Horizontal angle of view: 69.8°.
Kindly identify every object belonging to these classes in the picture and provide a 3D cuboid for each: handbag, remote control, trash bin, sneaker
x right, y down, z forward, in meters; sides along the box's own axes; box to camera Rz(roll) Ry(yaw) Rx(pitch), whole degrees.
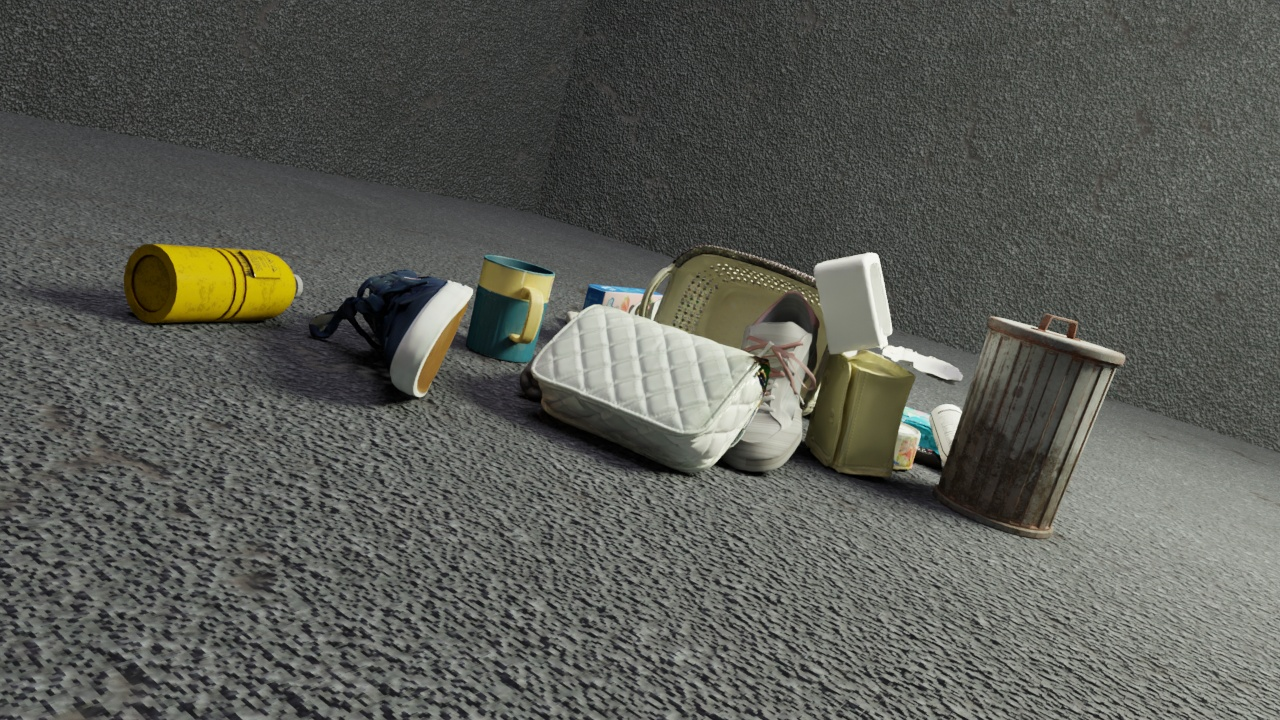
[{"bbox_3d":[0.007,0.022,0.851,0.195,0.073,0.138,21,49,26],"label":"handbag"},{"bbox_3d":[0.293,0.099,1.111,0.147,0.015,0.033,18,11,16],"label":"remote control"},{"bbox_3d":[0.391,0.057,0.931,0.131,0.211,0.130,15,11,-3],"label":"trash bin"},{"bbox_3d":[-0.085,-0.051,1.344,0.038,0.018,0.125,13,12,-13],"label":"remote control"},{"bbox_3d":[-0.235,-0.042,0.857,0.127,0.121,0.294,26,5,-17],"label":"sneaker"},{"bbox_3d":[0.227,0.054,0.978,0.081,0.119,0.111,6,15,-15],"label":"handbag"},{"bbox_3d":[0.129,0.009,0.919,0.099,0.090,0.235,4,37,18],"label":"sneaker"}]

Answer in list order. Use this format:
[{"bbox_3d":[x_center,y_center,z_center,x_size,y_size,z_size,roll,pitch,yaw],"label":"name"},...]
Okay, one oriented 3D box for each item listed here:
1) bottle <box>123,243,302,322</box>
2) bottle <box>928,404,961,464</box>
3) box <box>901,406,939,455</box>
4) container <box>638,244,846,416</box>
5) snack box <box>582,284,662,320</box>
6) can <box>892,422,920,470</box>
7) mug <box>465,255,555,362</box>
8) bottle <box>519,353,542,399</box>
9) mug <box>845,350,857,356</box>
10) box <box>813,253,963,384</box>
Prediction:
[{"bbox_3d":[-0.390,-0.072,0.870,0.071,0.071,0.163,20,12,23],"label":"bottle"},{"bbox_3d":[0.374,0.100,1.089,0.041,0.041,0.115,15,33,-4],"label":"bottle"},{"bbox_3d":[0.406,0.103,1.186,0.227,0.039,0.094,21,12,26],"label":"box"},{"bbox_3d":[0.136,-0.029,1.131,0.252,0.185,0.143,22,4,29],"label":"container"},{"bbox_3d":[-0.028,-0.056,1.257,0.033,0.088,0.154,21,12,30],"label":"snack box"},{"bbox_3d":[0.274,0.091,1.052,0.086,0.043,0.086,13,10,-3],"label":"can"},{"bbox_3d":[-0.144,-0.055,1.038,0.083,0.107,0.114,11,11,-32],"label":"mug"},{"bbox_3d":[-0.099,0.012,0.942,0.036,0.036,0.109,15,11,-1],"label":"bottle"},{"bbox_3d":[0.251,0.007,1.279,0.082,0.106,0.082,15,11,-3],"label":"mug"},{"bbox_3d":[0.246,-0.031,0.950,0.189,0.101,0.111,59,25,3],"label":"box"}]
